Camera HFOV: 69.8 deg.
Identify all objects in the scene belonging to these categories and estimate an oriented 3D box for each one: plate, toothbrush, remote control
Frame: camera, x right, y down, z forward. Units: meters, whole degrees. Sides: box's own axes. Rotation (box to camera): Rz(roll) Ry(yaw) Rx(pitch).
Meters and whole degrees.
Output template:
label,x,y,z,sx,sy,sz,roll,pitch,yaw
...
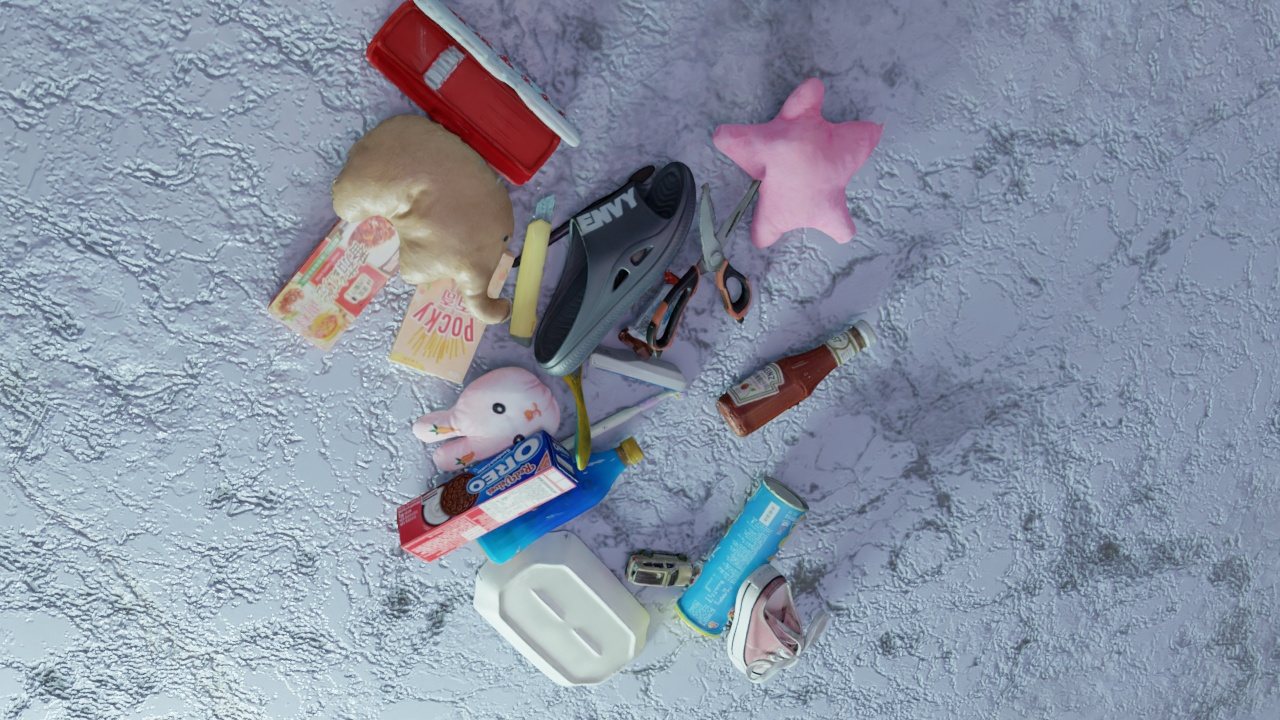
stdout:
label,x,y,z,sx,sy,sz,roll,pitch,yaw
plate,-0.095,0.330,1.174,0.162,0.034,0.266,-36,117,1
toothbrush,-0.063,-0.156,0.993,0.189,0.016,0.014,-34,109,4
toothbrush,-0.030,0.074,1.094,0.189,0.029,0.020,-25,74,-3
remote control,-0.006,0.006,1.055,0.125,0.049,0.024,16,105,-21

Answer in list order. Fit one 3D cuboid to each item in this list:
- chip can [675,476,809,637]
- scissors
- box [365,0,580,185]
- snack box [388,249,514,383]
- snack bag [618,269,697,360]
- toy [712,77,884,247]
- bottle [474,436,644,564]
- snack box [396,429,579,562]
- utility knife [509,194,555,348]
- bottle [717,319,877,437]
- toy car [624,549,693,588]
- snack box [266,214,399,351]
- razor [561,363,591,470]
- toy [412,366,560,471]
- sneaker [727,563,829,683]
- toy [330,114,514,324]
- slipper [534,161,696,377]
label,x,y,z,sx,sy,sz,roll,pitch,yaw
chip can,0.130,0.254,1.184,0.071,0.071,0.210,28,102,-24
scissors,0.072,-0.096,1.003,0.188,0.015,0.225,-38,140,-11
box,-0.159,-0.254,0.877,0.201,0.100,0.095,39,98,-25
snack box,-0.203,-0.058,0.986,0.084,0.026,0.157,20,105,-21
snack bag,0.020,-0.054,1.035,0.045,0.026,0.105,36,87,-9
toy,0.186,-0.206,1.001,0.179,0.074,0.195,-23,120,8
bottle,-0.094,0.160,1.086,0.218,0.065,0.065,-32,117,0
snack box,-0.174,0.155,1.040,0.208,0.057,0.058,-28,140,10
utility knife,-0.117,-0.094,0.995,0.031,0.019,0.179,5,120,-19
bottle,0.191,0.018,1.108,0.206,0.059,0.060,-32,117,-1
toy car,0.026,0.272,1.184,0.090,0.035,0.042,9,111,-21
snack box,-0.307,-0.089,0.946,0.075,0.025,0.153,39,98,-25
razor,-0.073,0.061,1.044,0.043,0.028,0.132,-13,99,-44
toy,-0.171,0.072,1.037,0.159,0.054,0.121,-26,125,4
sneaker,0.174,0.360,1.193,0.118,0.088,0.241,-33,142,-24
toy,-0.190,-0.137,0.907,0.143,0.082,0.226,-42,106,6
slipper,-0.043,-0.101,0.961,0.083,0.110,0.268,28,108,-33
